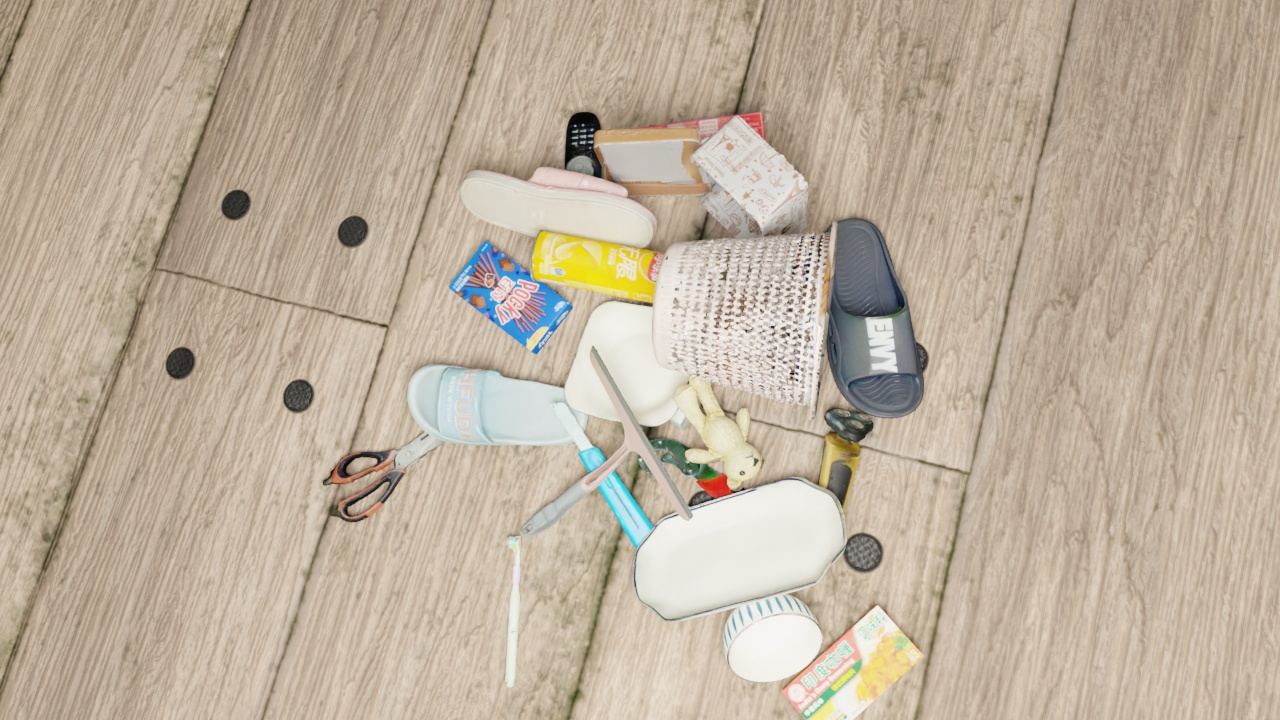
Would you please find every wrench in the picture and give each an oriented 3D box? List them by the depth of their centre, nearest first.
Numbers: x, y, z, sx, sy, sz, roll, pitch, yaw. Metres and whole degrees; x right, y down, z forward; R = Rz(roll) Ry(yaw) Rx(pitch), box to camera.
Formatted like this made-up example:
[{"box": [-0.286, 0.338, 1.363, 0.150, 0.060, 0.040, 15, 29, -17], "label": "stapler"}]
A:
[{"box": [0.117, 0.177, 1.159, 0.273, 0.016, 0.056, 31, 89, 15], "label": "wrench"}]

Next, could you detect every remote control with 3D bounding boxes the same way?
[{"box": [0.079, 0.026, 1.175, 0.019, 0.056, 0.135, 28, 86, 15], "label": "remote control"}, {"box": [-0.079, -0.279, 1.280, 0.053, 0.024, 0.136, 0, 80, 9], "label": "remote control"}]

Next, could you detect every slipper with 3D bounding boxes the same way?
[{"box": [0.280, -0.060, 1.143, 0.111, 0.083, 0.268, -12, 76, 10], "label": "slipper"}, {"box": [-0.191, 0.063, 1.204, 0.245, 0.074, 0.104, 7, 81, 6], "label": "slipper"}, {"box": [-0.108, -0.208, 1.232, 0.274, 0.114, 0.054, 12, 54, 10], "label": "slipper"}]

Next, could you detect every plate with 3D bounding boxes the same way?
[{"box": [0.118, 0.231, 1.093, 0.266, 0.034, 0.161, -20, 37, 13], "label": "plate"}, {"box": [-0.007, 0.007, 1.192, 0.164, 0.034, 0.163, 11, 71, 23], "label": "plate"}]

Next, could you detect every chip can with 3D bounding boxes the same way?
[{"box": [-0.035, -0.119, 1.210, 0.213, 0.072, 0.072, 11, 81, 9], "label": "chip can"}]

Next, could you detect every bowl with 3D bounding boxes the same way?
[{"box": [0.151, 0.318, 1.089, 0.116, 0.116, 0.066, -25, 33, 5], "label": "bowl"}]

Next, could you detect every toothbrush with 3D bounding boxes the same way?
[{"box": [-0.166, 0.322, 1.182, 0.020, 0.029, 0.189, 6, 79, -30], "label": "toothbrush"}]

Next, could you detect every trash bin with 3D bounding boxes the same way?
[{"box": [0.121, -0.054, 1.061, 0.192, 0.227, 0.227, 7, 80, 12], "label": "trash bin"}]

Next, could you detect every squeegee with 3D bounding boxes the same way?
[{"box": [-0.068, 0.153, 1.153, 0.250, 0.040, 0.247, -43, 65, 28], "label": "squeegee"}]

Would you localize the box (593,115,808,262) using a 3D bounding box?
[{"box": [0.082, -0.229, 1.161, 0.274, 0.179, 0.125, 23, 83, 13], "label": "box"}]

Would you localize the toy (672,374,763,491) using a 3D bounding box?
[{"box": [0.098, 0.084, 1.134, 0.105, 0.066, 0.157, -41, 105, -25], "label": "toy"}]

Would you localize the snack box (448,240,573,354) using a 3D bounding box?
[{"box": [-0.179, -0.087, 1.259, 0.157, 0.026, 0.084, 37, 87, 15], "label": "snack box"}]

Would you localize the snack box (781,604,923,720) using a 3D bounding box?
[{"box": [0.251, 0.371, 1.091, 0.156, 0.027, 0.077, -42, 74, 0], "label": "snack box"}]

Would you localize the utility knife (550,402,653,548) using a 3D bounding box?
[{"box": [-0.051, 0.143, 1.176, 0.034, 0.018, 0.216, -34, 86, 1], "label": "utility knife"}]

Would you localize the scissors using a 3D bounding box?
[{"box": [-0.337, 0.128, 1.251, 0.197, 0.015, 0.205, 12, 75, 15], "label": "scissors"}]

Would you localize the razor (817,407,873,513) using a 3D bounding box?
[{"box": [0.241, 0.143, 1.122, 0.062, 0.067, 0.167, 13, 88, -4], "label": "razor"}]

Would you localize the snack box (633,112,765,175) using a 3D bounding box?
[{"box": [0.064, -0.288, 1.239, 0.208, 0.057, 0.058, -5, 81, 9], "label": "snack box"}]
